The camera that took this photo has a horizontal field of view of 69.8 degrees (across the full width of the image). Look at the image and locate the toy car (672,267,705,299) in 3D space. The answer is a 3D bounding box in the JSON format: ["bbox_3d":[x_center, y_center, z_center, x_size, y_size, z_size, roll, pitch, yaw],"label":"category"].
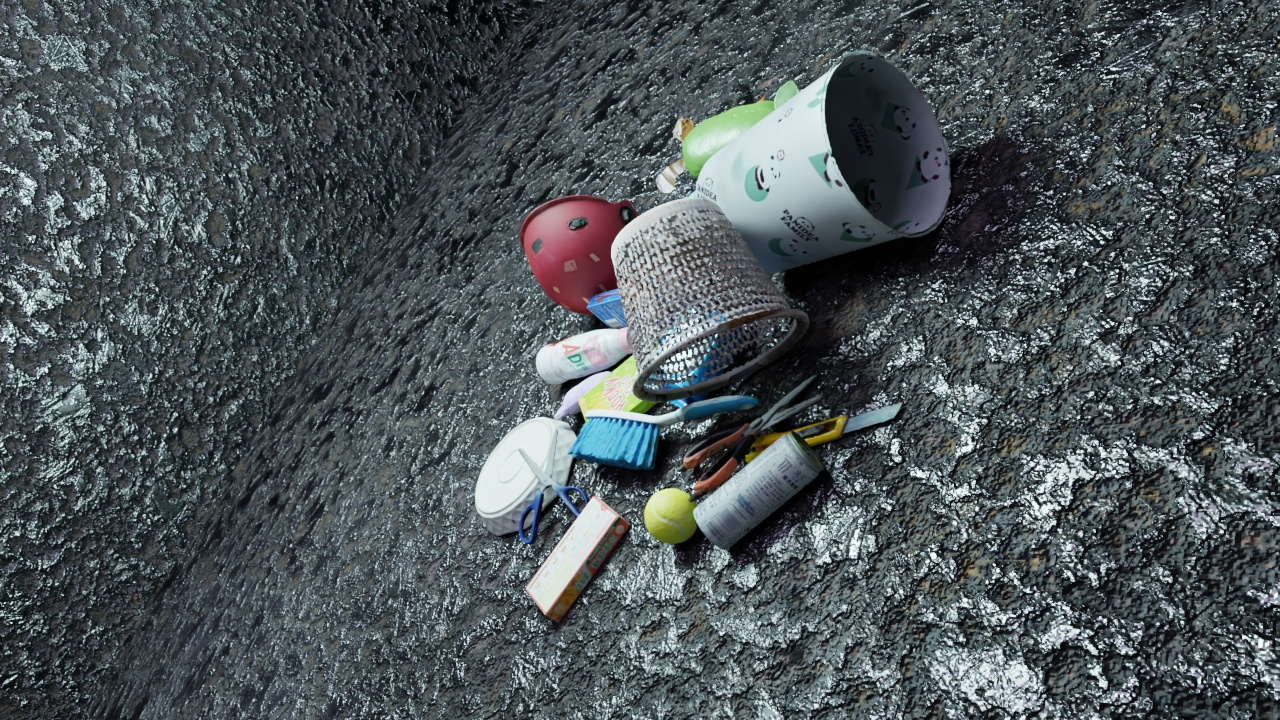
[{"bbox_3d":[0.064,-0.113,1.422,0.091,0.035,0.042,-30,36,30],"label":"toy car"}]

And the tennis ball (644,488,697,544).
[{"bbox_3d":[0.037,0.184,1.084,0.066,0.065,0.065,-34,32,26],"label":"tennis ball"}]

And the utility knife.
[{"bbox_3d":[0.196,0.081,1.035,0.220,0.015,0.033,-23,42,39],"label":"utility knife"}]

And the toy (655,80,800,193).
[{"bbox_3d":[0.137,-0.327,1.376,0.247,0.090,0.226,-5,49,41],"label":"toy"}]

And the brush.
[{"bbox_3d":[0.022,0.093,1.209,0.315,0.060,0.109,1,69,48],"label":"brush"}]

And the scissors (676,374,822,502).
[{"bbox_3d":[0.124,0.091,1.093,0.225,0.015,0.189,-42,10,-19],"label":"scissors"}]

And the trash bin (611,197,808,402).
[{"bbox_3d":[0.064,-0.081,1.123,0.228,0.227,0.192,-33,69,28],"label":"trash bin"}]

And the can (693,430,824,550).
[{"bbox_3d":[0.129,0.144,1.011,0.147,0.058,0.058,-42,30,13],"label":"can"}]

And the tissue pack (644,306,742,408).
[{"bbox_3d":[0.072,-0.012,1.251,0.095,0.052,0.157,26,77,39],"label":"tissue pack"}]

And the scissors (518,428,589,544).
[{"bbox_3d":[-0.132,0.184,1.314,0.162,0.012,0.175,15,78,37],"label":"scissors"}]

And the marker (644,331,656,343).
[{"bbox_3d":[-0.008,0.008,1.401,0.023,0.018,0.130,12,66,47],"label":"marker"}]

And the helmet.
[{"bbox_3d":[-0.082,-0.160,1.507,0.207,0.240,0.143,-26,68,19],"label":"helmet"}]

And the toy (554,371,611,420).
[{"bbox_3d":[-0.084,0.052,1.424,0.108,0.039,0.083,-32,6,22],"label":"toy"}]

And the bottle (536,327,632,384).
[{"bbox_3d":[-0.081,-0.012,1.481,0.197,0.068,0.068,-16,43,39],"label":"bottle"}]

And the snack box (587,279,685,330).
[{"bbox_3d":[-0.004,-0.079,1.427,0.157,0.084,0.026,-10,48,49],"label":"snack box"}]

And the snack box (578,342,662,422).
[{"bbox_3d":[-0.018,0.047,1.341,0.157,0.026,0.085,-39,45,18],"label":"snack box"}]

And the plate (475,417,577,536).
[{"bbox_3d":[-0.184,0.173,1.426,0.205,0.045,0.204,-34,33,25],"label":"plate"}]

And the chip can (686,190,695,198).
[{"bbox_3d":[0.118,-0.255,1.475,0.211,0.071,0.071,-35,32,25],"label":"chip can"}]

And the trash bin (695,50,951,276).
[{"bbox_3d":[0.219,-0.227,1.167,0.253,0.229,0.229,-20,40,51],"label":"trash bin"}]

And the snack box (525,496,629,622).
[{"bbox_3d":[-0.084,0.258,1.204,0.155,0.027,0.077,-53,30,-6],"label":"snack box"}]
